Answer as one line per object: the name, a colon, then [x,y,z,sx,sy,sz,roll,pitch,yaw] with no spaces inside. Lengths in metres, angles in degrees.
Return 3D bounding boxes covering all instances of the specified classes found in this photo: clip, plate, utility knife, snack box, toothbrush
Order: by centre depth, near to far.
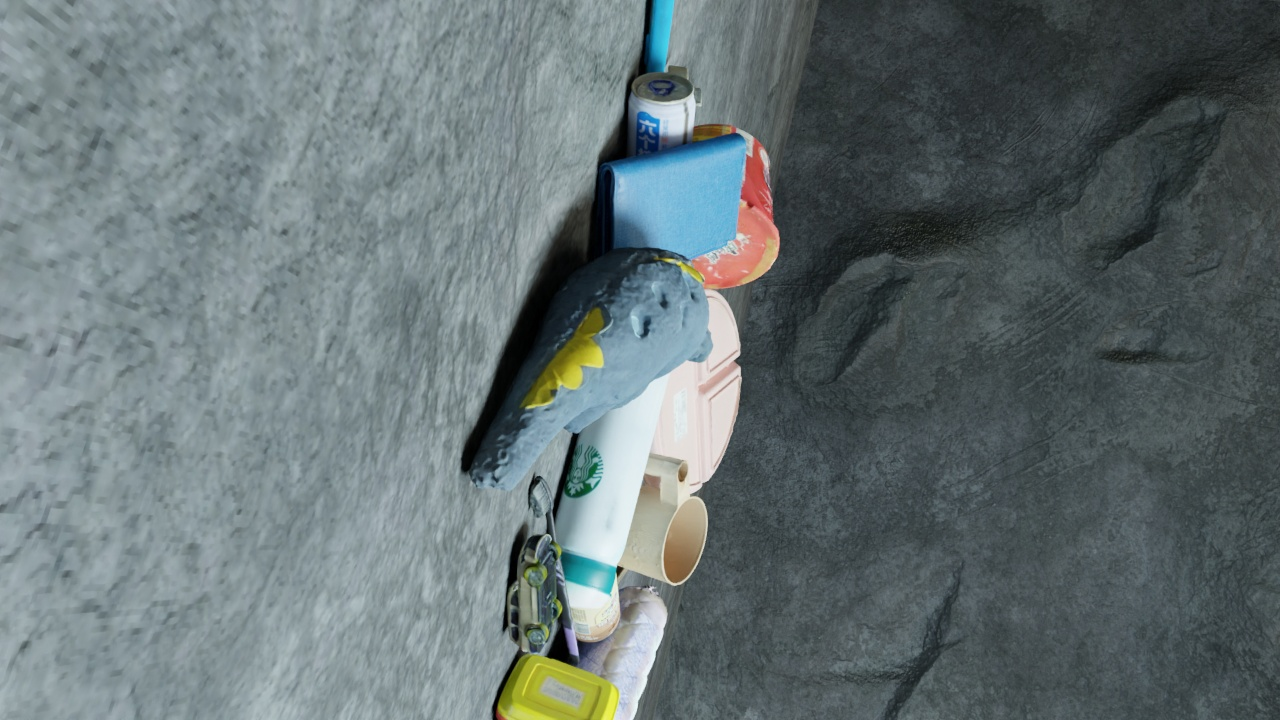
toothbrush: [-0.066,0.172,0.726,0.016,0.014,0.189,-47,136,-52]
snack box: [-0.072,0.299,0.750,0.081,0.091,0.080,-60,167,-64]
utility knife: [0.011,-0.234,0.752,0.034,0.018,0.199,-93,-172,-52]
clip: [0.030,-0.217,0.814,0.103,0.035,0.093,-101,-164,-69]
plate: [0.056,0.032,0.953,0.228,0.028,0.230,-23,117,-58]

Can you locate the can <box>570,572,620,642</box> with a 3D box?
can: [-0.050,0.222,0.866,0.116,0.058,0.058,88,17,-56]

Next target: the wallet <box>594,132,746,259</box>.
wallet: [0.023,-0.121,0.732,0.132,0.040,0.107,-20,133,-30]

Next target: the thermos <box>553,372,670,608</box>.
thermos: [-0.033,0.101,0.796,0.073,0.073,0.224,70,34,-73]

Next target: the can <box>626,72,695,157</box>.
can: [0.015,-0.165,0.758,0.135,0.053,0.053,93,13,-45]

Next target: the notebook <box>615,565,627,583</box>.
notebook: [0.001,0.200,1.074,0.208,0.008,0.147,-58,180,27]

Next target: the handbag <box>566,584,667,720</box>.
handbag: [-0.040,0.330,0.919,0.134,0.075,0.193,-58,-178,34]

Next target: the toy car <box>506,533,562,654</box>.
toy car: [-0.081,0.174,0.691,0.042,0.035,0.090,-57,152,-70]

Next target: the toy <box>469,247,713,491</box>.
toy: [-0.009,-0.015,0.659,0.355,0.091,0.138,-25,133,-64]

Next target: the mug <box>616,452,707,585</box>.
mug: [-0.002,0.140,0.865,0.084,0.104,0.125,-33,126,-50]

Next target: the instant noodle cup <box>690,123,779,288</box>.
instant noodle cup: [0.070,-0.152,0.888,0.138,0.138,0.108,88,10,-56]
